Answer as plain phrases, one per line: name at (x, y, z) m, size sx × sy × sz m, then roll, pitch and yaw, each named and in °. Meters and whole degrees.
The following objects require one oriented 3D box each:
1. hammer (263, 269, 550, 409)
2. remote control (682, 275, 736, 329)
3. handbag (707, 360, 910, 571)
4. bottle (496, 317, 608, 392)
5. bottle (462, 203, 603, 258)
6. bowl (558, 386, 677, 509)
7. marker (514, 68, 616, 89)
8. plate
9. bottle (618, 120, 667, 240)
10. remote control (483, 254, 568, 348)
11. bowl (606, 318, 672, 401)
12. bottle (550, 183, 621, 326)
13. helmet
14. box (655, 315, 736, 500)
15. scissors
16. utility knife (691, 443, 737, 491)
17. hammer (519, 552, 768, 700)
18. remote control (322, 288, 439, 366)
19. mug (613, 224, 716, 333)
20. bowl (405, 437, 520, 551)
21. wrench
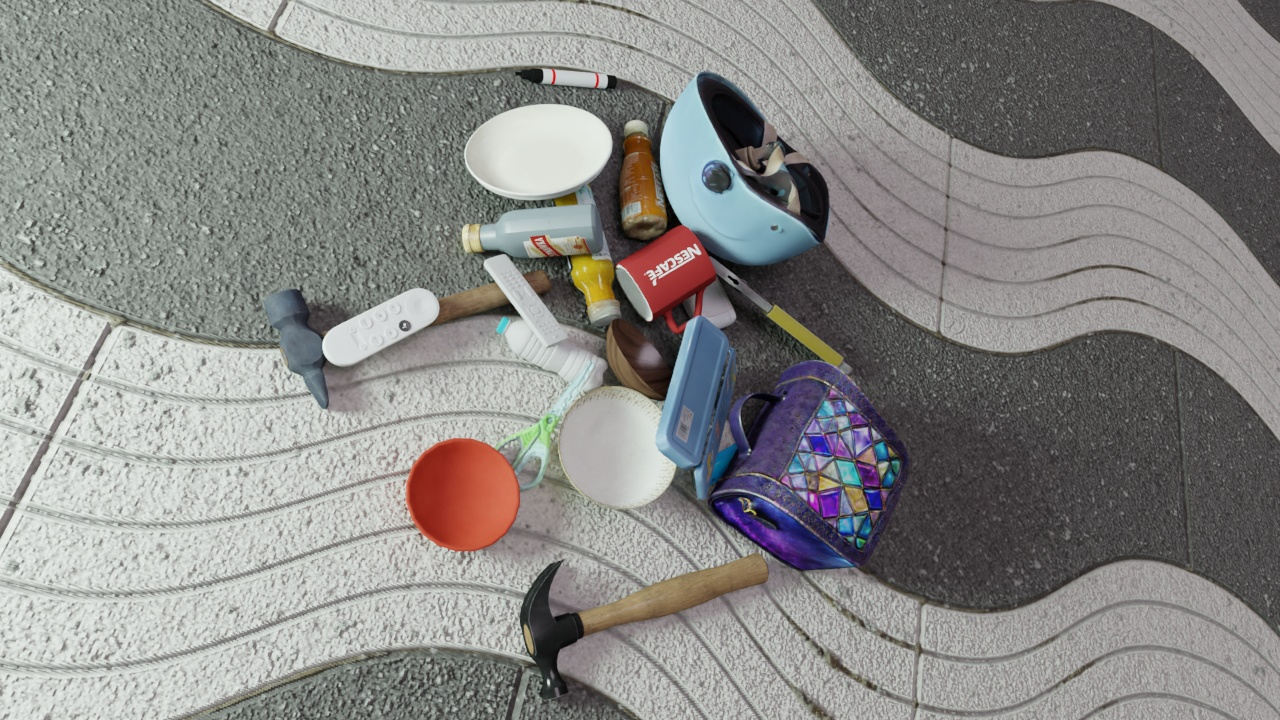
hammer at (-0.242, -0.050, 1.037) m, size 0.320 × 0.040 × 0.129 m, roll -20°, pitch 83°, yaw -31°
remote control at (0.075, -0.103, 1.212) m, size 0.060 × 0.026 × 0.138 m, roll -18°, pitch 76°, yaw -30°
handbag at (0.194, 0.124, 1.108) m, size 0.222 × 0.126 × 0.204 m, roll 43°, pitch 60°, yaw -13°
bottle at (-0.105, -0.010, 1.079) m, size 0.136 × 0.044 × 0.044 m, roll 29°, pitch 60°, yaw -12°
bottle at (-0.128, -0.150, 1.086) m, size 0.161 × 0.072 × 0.046 m, roll -4°, pitch 71°, yaw 5°
bowl at (-0.035, 0.107, 1.052) m, size 0.145 × 0.063 × 0.145 m, roll 9°, pitch 66°, yaw -22°
marker at (-0.101, -0.384, 1.247) m, size 0.145 × 0.019 × 0.019 m, roll -4°, pitch 71°, yaw -27°
plate at (-0.125, -0.253, 1.141) m, size 0.182 × 0.034 × 0.182 m, roll -2°, pitch 49°, yaw 2°
bottle at (0.000, -0.243, 1.215) m, size 0.059 × 0.059 × 0.167 m, roll 6°, pitch 64°, yaw -23°
remote control at (-0.134, -0.069, 1.062) m, size 0.033 × 0.012 × 0.131 m, roll -25°, pitch 72°, yaw -43°
bowl at (-0.007, 0.006, 1.105) m, size 0.119 × 0.032 × 0.119 m, roll 45°, pitch 20°, yaw -21°
bottle at (-0.066, -0.134, 1.142) m, size 0.053 × 0.053 × 0.186 m, roll -8°, pitch 74°, yaw -28°
helmet at (0.120, -0.236, 1.192) m, size 0.265 × 0.167 × 0.224 m, roll 53°, pitch 29°, yaw -10°
box at (0.079, 0.052, 1.095) m, size 0.126 × 0.039 × 0.208 m, roll 53°, pitch 40°, yaw -35°
scissors at (-0.103, 0.068, 1.040) m, size 0.065 × 0.033 × 0.173 m, roll 36°, pitch 71°, yaw 0°
utility knife at (0.136, 0.113, 1.160) m, size 0.197 × 0.015 × 0.031 m, roll -24°, pitch 84°, yaw -31°
hammer at (0.014, 0.265, 1.030) m, size 0.304 × 0.040 × 0.132 m, roll -10°, pitch 77°, yaw -29°
remote control at (-0.277, -0.037, 0.986) m, size 0.136 × 0.013 × 0.043 m, roll -33°, pitch 94°, yaw -32°
mug at (0.039, -0.095, 1.146) m, size 0.096 × 0.080 × 0.116 m, roll -33°, pitch 95°, yaw -12°
bowl at (-0.192, 0.145, 0.979) m, size 0.122 × 0.035 × 0.121 m, roll 9°, pitch 66°, yaw -22°
wrench at (0.185, -0.057, 1.217) m, size 0.273 × 0.083 × 0.018 m, roll 35°, pitch 97°, yaw -19°
